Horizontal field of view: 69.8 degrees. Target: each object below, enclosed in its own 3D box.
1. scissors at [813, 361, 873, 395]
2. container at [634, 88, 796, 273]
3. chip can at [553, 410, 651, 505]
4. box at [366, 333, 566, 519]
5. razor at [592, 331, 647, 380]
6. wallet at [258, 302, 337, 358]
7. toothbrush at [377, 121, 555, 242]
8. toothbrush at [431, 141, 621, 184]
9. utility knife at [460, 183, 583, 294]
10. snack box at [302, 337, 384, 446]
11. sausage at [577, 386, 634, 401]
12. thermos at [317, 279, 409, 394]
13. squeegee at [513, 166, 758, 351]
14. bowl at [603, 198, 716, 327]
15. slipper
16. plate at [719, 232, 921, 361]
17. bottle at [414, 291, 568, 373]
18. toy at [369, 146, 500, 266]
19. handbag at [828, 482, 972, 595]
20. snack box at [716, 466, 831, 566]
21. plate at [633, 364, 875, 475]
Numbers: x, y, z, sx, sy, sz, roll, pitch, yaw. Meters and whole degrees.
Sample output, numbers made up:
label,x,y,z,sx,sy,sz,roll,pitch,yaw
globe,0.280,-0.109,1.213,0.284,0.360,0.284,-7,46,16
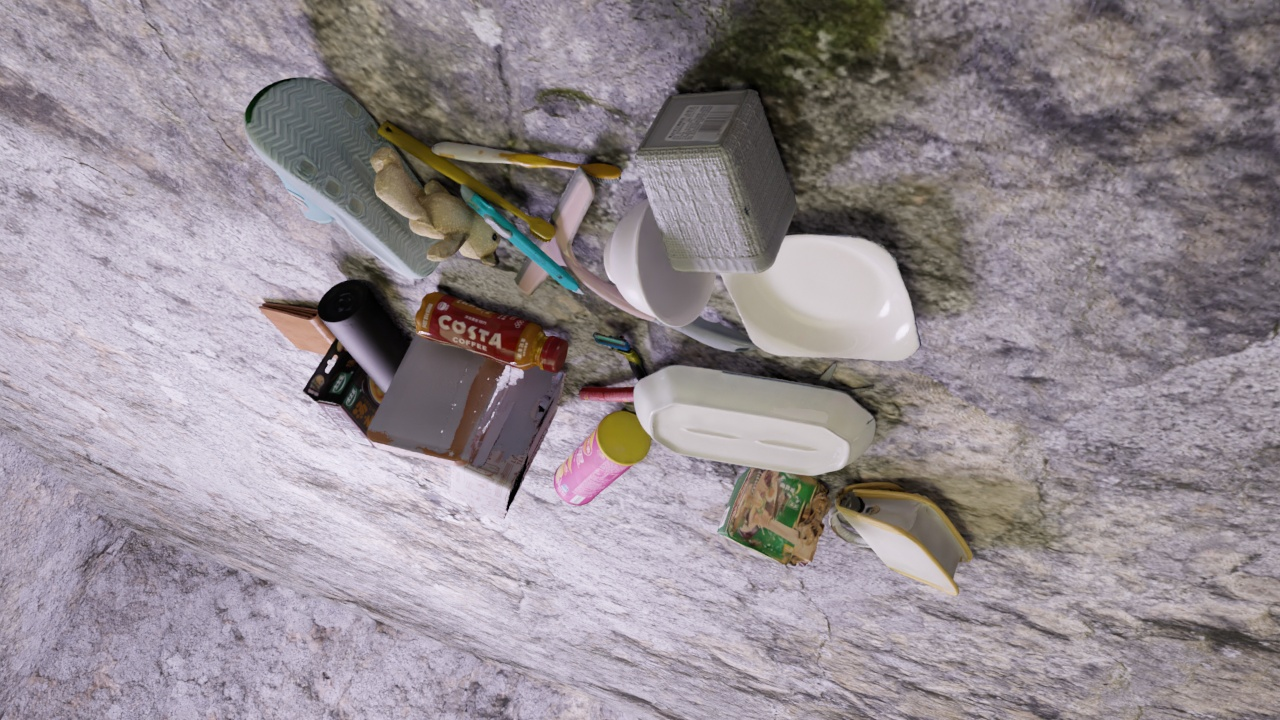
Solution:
label,x,y,z,sx,sy,sz,roll,pitch,yaw
scissors,0.177,0.049,0.996,0.160,0.014,0.175,6,143,24
container,0.057,-0.139,0.706,0.090,0.090,0.114,4,141,29
chip can,-0.056,0.135,1.230,0.071,0.071,0.211,28,150,-8
box,-0.215,0.066,1.120,0.193,0.182,0.157,22,150,2
razor,-0.006,0.006,1.040,0.043,0.022,0.143,16,156,32
wallet,-0.467,-0.040,1.288,0.115,0.020,0.101,11,148,26
toothbrush,-0.162,-0.167,0.864,0.190,0.015,0.017,32,160,-3
toothbrush,-0.105,-0.178,0.826,0.191,0.016,0.018,11,156,19
utility knife,-0.113,-0.112,0.873,0.157,0.013,0.029,40,160,-21
snack box,-0.384,0.036,1.256,0.053,0.113,0.126,9,148,21
sausage,-0.030,0.040,1.091,0.020,0.020,0.156,41,156,-28
thermos,-0.327,0.005,1.199,0.068,0.090,0.243,-24,140,0
squeegee,0.007,-0.059,0.907,0.249,0.040,0.248,27,153,-10
bowl,0.008,-0.088,0.790,0.065,0.118,0.118,3,144,37
slipper,-0.278,-0.169,0.880,0.074,0.103,0.245,4,151,33
plate,0.158,-0.062,0.808,0.164,0.034,0.164,3,145,30
bottle,-0.171,-0.029,1.061,0.175,0.057,0.058,18,149,10
toy,-0.192,-0.145,0.870,0.066,0.105,0.157,-35,141,17
handbag,0.299,0.204,1.120,0.179,0.063,0.163,10,150,50
snack box,0.156,0.193,1.146,0.117,0.118,0.106,28,160,-8
plate,0.119,0.075,1.003,0.266,0.034,0.162,9,146,8
